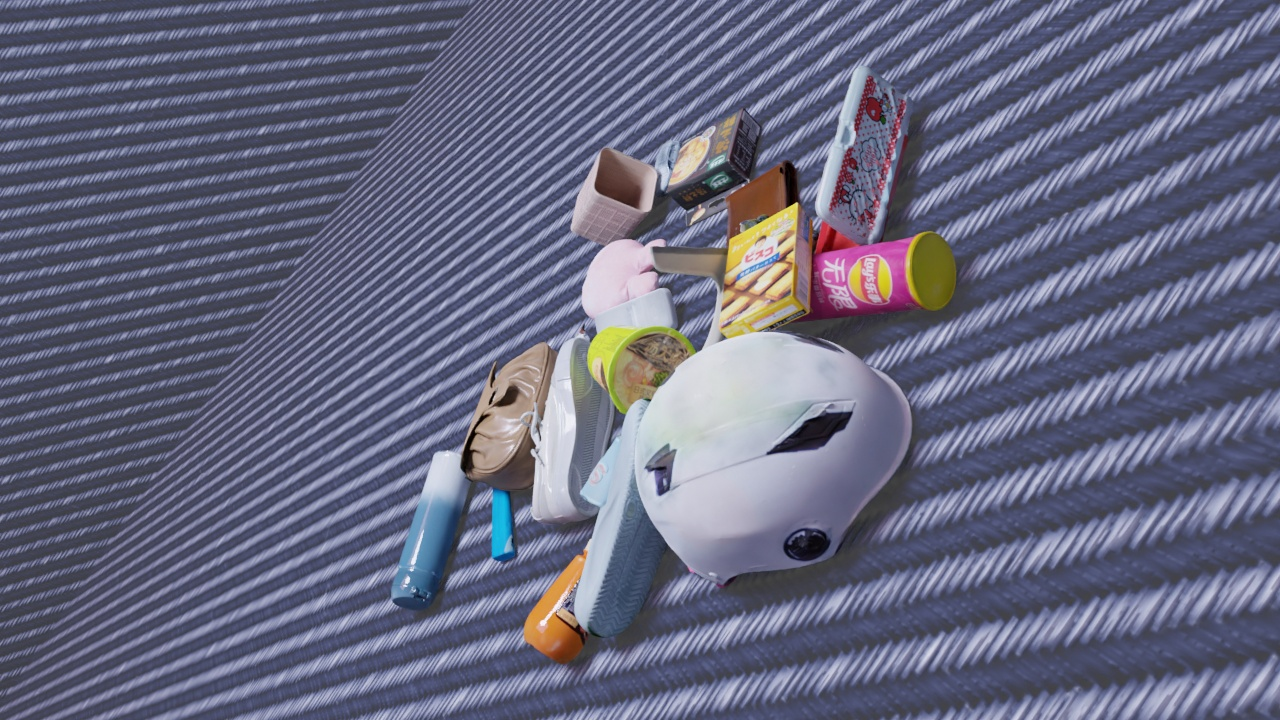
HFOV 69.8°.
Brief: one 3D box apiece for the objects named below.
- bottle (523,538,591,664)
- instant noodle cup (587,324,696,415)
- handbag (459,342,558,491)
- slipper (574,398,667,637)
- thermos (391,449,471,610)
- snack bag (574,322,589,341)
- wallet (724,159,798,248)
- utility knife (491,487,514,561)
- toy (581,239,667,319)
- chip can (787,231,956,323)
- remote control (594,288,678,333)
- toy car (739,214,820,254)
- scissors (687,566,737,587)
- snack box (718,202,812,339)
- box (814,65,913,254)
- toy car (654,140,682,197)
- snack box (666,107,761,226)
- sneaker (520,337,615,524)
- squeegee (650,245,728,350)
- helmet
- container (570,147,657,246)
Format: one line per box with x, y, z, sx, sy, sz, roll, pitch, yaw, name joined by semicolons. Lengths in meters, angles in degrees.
-0.064;0.246;0.982;0.067;0.066;0.149;9;62;55;bottle
-0.006;0.006;1.082;0.111;0.111;0.123;-58;24;-3;instant noodle cup
-0.170;0.073;1.232;0.148;0.099;0.204;-22;41;39;handbag
-0.018;0.161;0.951;0.074;0.104;0.245;7;75;42;slipper
-0.290;0.236;1.281;0.070;0.070;0.220;-20;47;43;thermos
-0.078;-0.002;1.238;0.104;0.026;0.048;-97;10;-45;snack bag
0.143;-0.177;1.106;0.101;0.032;0.124;-32;39;37;wallet
-0.183;0.201;1.214;0.034;0.018;0.159;-39;34;20;utility knife
-0.021;-0.112;1.240;0.160;0.054;0.121;-4;67;52;toy
0.198;-0.076;0.904;0.211;0.071;0.071;-4;59;52;chip can
-0.006;-0.050;1.181;0.136;0.020;0.056;-19;81;44;remote control
0.154;-0.139;1.018;0.090;0.042;0.035;18;114;23;toy car
0.099;0.158;0.885;0.137;0.017;0.083;-53;31;-1;scissors
0.126;-0.086;0.910;0.087;0.033;0.140;-26;34;35;snack box
0.220;-0.205;0.963;0.095;0.101;0.201;-10;54;48;box
0.040;-0.278;1.327;0.043;0.034;0.090;-10;56;45;toy car
0.099;-0.257;1.223;0.113;0.053;0.125;-21;41;43;snack box
-0.093;0.089;1.131;0.091;0.089;0.241;-22;52;35;sneaker
0.063;-0.001;0.988;0.039;0.245;0.247;29;112;32;squeegee
0.096;0.064;0.833;0.259;0.146;0.228;-29;38;28;helmet
-0.042;-0.228;1.320;0.111;0.090;0.089;134;151;-53;container
